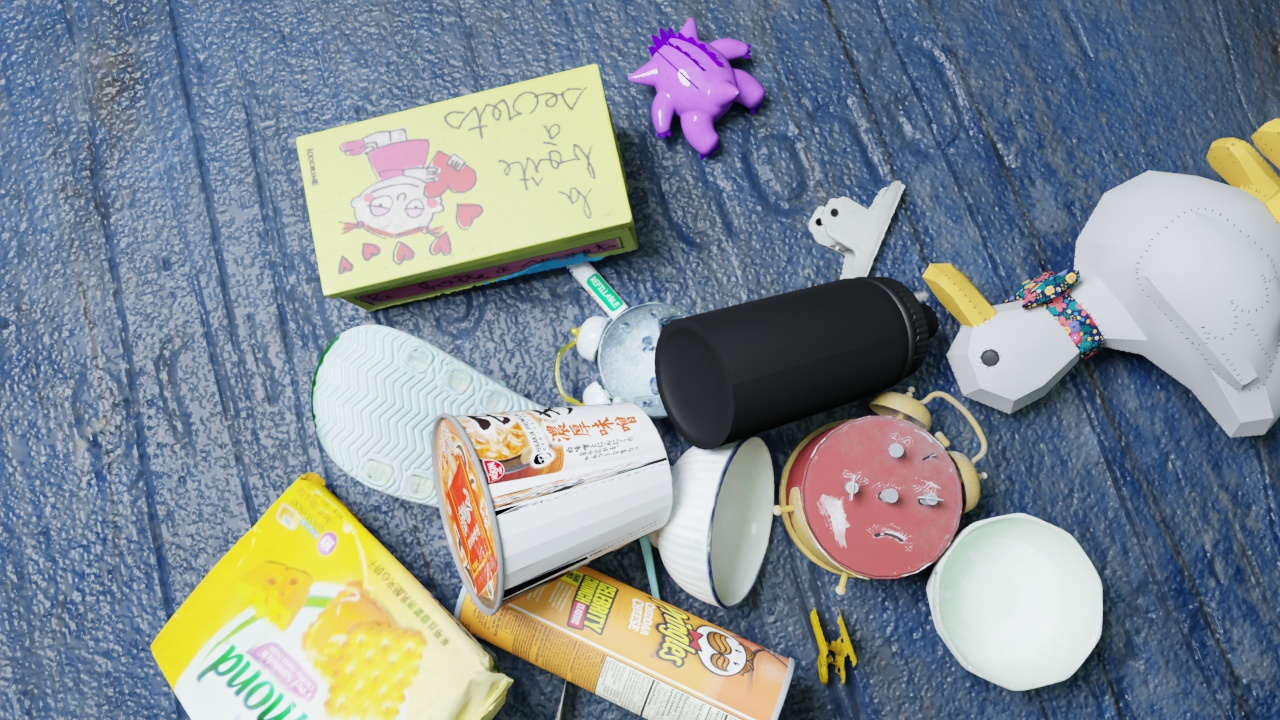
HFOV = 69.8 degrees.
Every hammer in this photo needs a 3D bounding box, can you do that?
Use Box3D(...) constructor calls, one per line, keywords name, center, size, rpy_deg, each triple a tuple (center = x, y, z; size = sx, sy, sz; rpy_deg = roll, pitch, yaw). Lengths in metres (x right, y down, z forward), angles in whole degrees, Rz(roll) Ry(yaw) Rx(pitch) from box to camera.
Box3D(name="hammer", center=(-0.210, 0.279, 0.630), size=(0.300, 0.037, 0.217), rpy_deg=(18, 81, 2))

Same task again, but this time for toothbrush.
Box3D(name="toothbrush", center=(0.000, 0.113, 0.645), size=(0.016, 0.016, 0.181), rpy_deg=(-8, 98, 16))

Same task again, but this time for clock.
Box3D(name="clock", center=(-0.004, 0.004, 0.668), size=(0.117, 0.057, 0.083), rpy_deg=(-5, 82, -3))
Box3D(name="clock", center=(0.176, 0.086, 0.648), size=(0.158, 0.081, 0.117), rpy_deg=(-38, 84, -7))

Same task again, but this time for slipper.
Box3D(name="slipper", center=(-0.114, 0.060, 0.652), size=(0.245, 0.074, 0.104), rpy_deg=(24, 84, -14))

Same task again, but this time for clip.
Box3D(name="clip", center=(0.139, 0.207, 0.651), size=(0.044, 0.054, 0.049), rpy_deg=(-32, 108, 10))
Box3D(name="clip", center=(0.159, -0.101, 0.713), size=(0.056, 0.046, 0.101), rpy_deg=(25, 80, -2))

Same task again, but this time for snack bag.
Box3D(name="snack bag", center=(-0.200, 0.194, 0.591), size=(0.247, 0.068, 0.159), rpy_deg=(35, 82, 32))

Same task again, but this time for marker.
Box3D(name="marker", center=(-0.063, -0.089, 0.701), size=(0.017, 0.017, 0.145), rpy_deg=(-41, 85, -7))

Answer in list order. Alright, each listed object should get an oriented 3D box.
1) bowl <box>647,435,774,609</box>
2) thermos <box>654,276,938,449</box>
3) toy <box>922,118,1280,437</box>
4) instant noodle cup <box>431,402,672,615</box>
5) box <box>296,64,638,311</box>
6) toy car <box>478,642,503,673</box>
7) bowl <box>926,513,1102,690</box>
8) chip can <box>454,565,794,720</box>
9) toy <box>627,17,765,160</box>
Box3D(name="bowl", center=(0.044, 0.106, 0.635), size=(0.062, 0.118, 0.118), rpy_deg=(6, 80, 28))
Box3D(name="thermos", center=(0.116, -0.006, 0.632), size=(0.198, 0.086, 0.086), rpy_deg=(-15, 81, -30))
Box3D(name="toy", center=(0.358, -0.043, 0.652), size=(0.246, 0.140, 0.268), rpy_deg=(45, 100, 4))
Box3D(name="instant noodle cup", center=(-0.053, 0.081, 0.576), size=(0.121, 0.124, 0.123), rpy_deg=(-12, 81, -26))
Box3D(name="box", center=(-0.118, -0.119, 0.657), size=(0.221, 0.082, 0.124), rpy_deg=(-11, 82, 6))
Box3D(name="toy car", center=(-0.127, 0.226, 0.607), size=(0.039, 0.027, 0.089), rpy_deg=(39, 84, 17))
Box3D(name="bowl", center=(0.255, 0.167, 0.648), size=(0.117, 0.061, 0.117), rpy_deg=(0, 81, -2))
Box3D(name="chip can", center=(-0.012, 0.190, 0.613), size=(0.215, 0.075, 0.075), rpy_deg=(22, 81, 11))
Box3D(name="toy", center=(0.043, -0.215, 0.704), size=(0.088, 0.056, 0.106), rpy_deg=(43, 81, 9))
